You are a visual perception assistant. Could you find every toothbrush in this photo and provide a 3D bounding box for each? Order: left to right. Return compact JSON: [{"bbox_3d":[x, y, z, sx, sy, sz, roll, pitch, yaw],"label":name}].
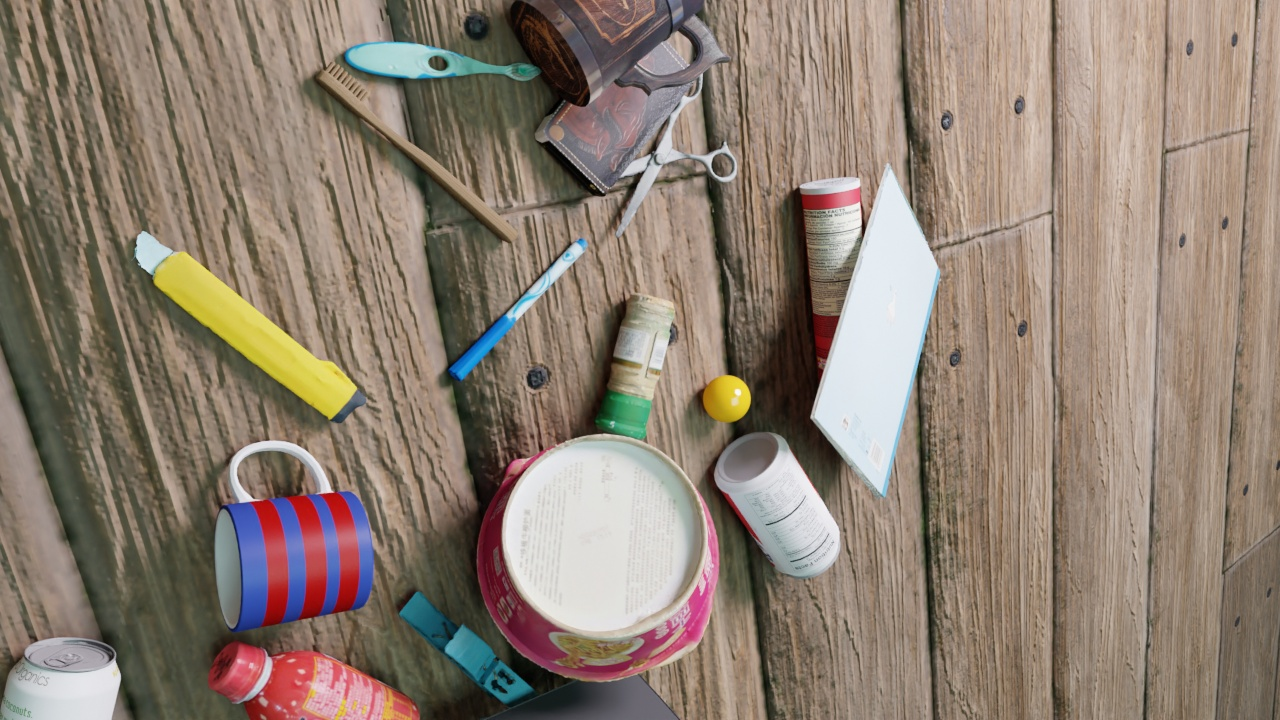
[{"bbox_3d":[-0.141,-0.132,0.604,0.167,0.016,0.016,41,75,-34],"label":"toothbrush"},{"bbox_3d":[-0.126,-0.194,0.602,0.135,0.017,0.022,-7,104,-35],"label":"toothbrush"}]

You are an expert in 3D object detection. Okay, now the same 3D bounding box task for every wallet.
[{"bbox_3d":[-0.017,-0.188,0.676,0.072,0.019,0.123,41,75,-24],"label":"wallet"}]

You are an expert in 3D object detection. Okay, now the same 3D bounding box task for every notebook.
[{"bbox_3d":[0.222,-0.022,0.837,0.181,0.009,0.253,44,60,-47],"label":"notebook"}]

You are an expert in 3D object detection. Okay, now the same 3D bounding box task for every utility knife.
[{"bbox_3d":[-0.235,-0.018,0.558,0.165,0.017,0.030,48,66,-33],"label":"utility knife"}]

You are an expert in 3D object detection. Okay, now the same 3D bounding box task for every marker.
[{"bbox_3d":[-0.086,-0.039,0.665,0.141,0.013,0.013,-49,123,-18],"label":"marker"}]

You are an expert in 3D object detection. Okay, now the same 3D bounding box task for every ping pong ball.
[{"bbox_3d":[0.073,0.033,0.777,0.040,0.040,0.040,-8,104,-35],"label":"ping pong ball"}]

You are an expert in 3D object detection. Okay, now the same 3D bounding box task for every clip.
[{"bbox_3d":[-0.110,0.214,0.646,0.130,0.121,0.031,48,62,-20],"label":"clip"}]

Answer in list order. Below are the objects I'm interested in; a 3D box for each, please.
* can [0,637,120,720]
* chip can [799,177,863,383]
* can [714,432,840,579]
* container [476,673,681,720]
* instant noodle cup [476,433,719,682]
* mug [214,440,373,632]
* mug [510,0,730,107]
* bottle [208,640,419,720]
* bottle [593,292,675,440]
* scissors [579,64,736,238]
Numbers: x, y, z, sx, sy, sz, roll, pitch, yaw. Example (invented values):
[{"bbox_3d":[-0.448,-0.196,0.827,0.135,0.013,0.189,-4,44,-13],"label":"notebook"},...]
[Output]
[{"bbox_3d":[-0.329,0.212,0.512,0.054,0.055,0.101,13,91,-37],"label":"can"},{"bbox_3d":[0.180,-0.054,0.831,0.051,0.052,0.215,-20,111,-32],"label":"chip can"},{"bbox_3d":[0.123,0.130,0.815,0.070,0.070,0.132,-46,122,-20],"label":"can"},{"bbox_3d":[-0.024,0.347,0.630,0.162,0.241,0.130,-12,121,-34],"label":"container"},{"bbox_3d":[-0.027,0.127,0.639,0.178,0.078,0.178,2,67,-5],"label":"instant noodle cup"},{"bbox_3d":[-0.218,0.104,0.569,0.076,0.075,0.112,-2,74,-36],"label":"mug"},{"bbox_3d":[-0.010,-0.223,0.622,0.107,0.080,0.116,-41,98,-12],"label":"mug"},{"bbox_3d":[-0.213,0.224,0.596,0.137,0.062,0.062,43,74,-33],"label":"bottle"},{"bbox_3d":[-0.004,0.004,0.716,0.043,0.043,0.111,14,90,-37],"label":"bottle"},{"bbox_3d":[0.016,-0.173,0.712,0.141,0.014,0.162,-2,95,-30],"label":"scissors"}]
